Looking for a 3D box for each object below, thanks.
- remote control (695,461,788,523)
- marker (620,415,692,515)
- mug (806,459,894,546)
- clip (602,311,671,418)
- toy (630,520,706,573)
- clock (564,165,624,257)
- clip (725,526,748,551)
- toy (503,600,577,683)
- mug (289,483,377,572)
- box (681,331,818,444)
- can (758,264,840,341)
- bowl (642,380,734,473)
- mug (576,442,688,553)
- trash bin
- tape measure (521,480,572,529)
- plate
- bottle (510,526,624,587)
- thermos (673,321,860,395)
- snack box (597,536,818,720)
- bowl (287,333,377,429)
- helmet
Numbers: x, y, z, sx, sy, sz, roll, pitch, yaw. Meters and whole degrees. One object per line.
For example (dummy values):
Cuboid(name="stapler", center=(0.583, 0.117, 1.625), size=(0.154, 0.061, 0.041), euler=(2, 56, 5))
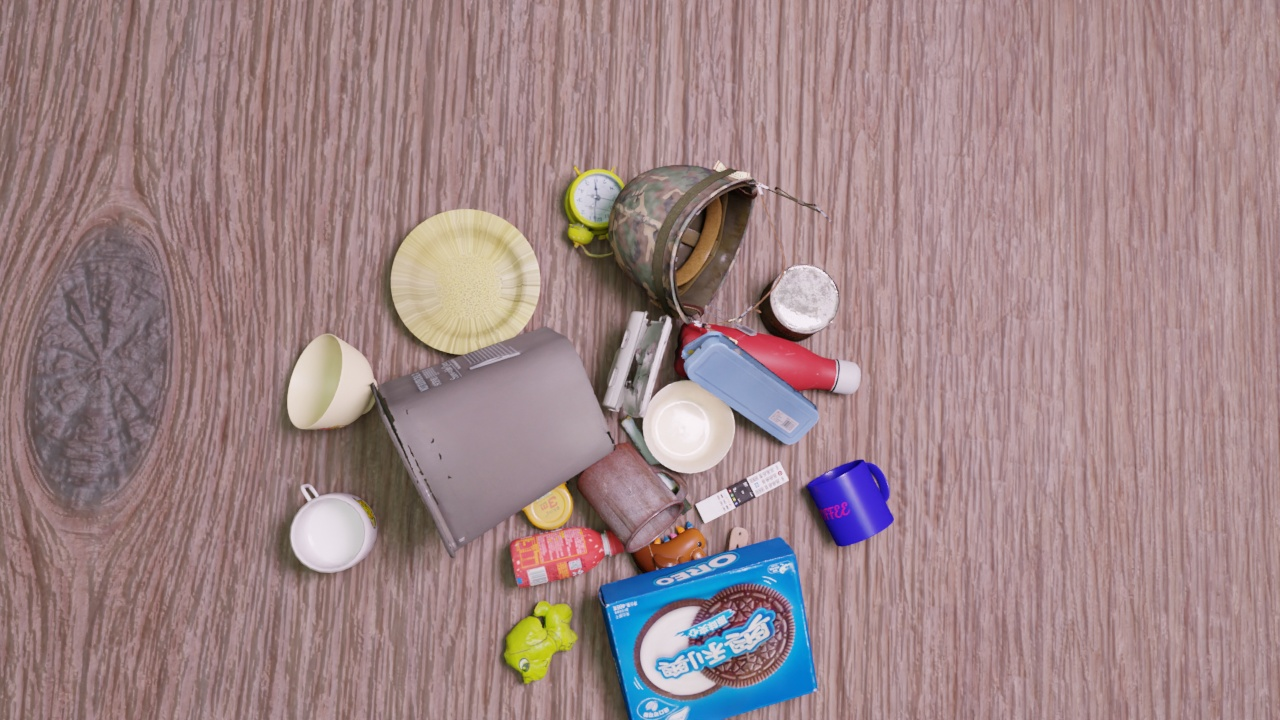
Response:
Cuboid(name="remote control", center=(0.131, 0.171, 1.187), size=(0.124, 0.012, 0.028), euler=(-26, 87, -7))
Cuboid(name="marker", center=(0.020, 0.134, 1.178), size=(0.017, 0.017, 0.146), euler=(-34, 88, -8))
Cuboid(name="mug", center=(0.278, 0.175, 1.174), size=(0.111, 0.079, 0.083), euler=(-24, 86, -36))
Cuboid(name="clip", center=(-0.012, 0.005, 1.126), size=(0.089, 0.151, 0.125), euler=(21, 83, -14))
Cuboid(name="toy", center=(0.031, 0.231, 1.162), size=(0.090, 0.071, 0.103), euler=(-32, 65, -20))
Cuboid(name="clock", center=(-0.055, -0.192, 1.186), size=(0.083, 0.057, 0.119), euler=(-4, 92, -8))
Cuboid(name="clip", center=(0.120, 0.242, 1.170), size=(0.026, 0.049, 0.061), euler=(21, 110, -3))
Cuboid(name="toy", center=(-0.124, 0.347, 1.135), size=(0.093, 0.036, 0.094), euler=(-9, 79, -9))
Cuboid(name="mug", center=(-0.375, 0.198, 1.110), size=(0.094, 0.068, 0.115), euler=(-33, 88, -8))
Cuboid(name="box", center=(0.138, 0.029, 1.140), size=(0.209, 0.052, 0.067), euler=(34, 110, -32))
Cuboid(name="can", center=(0.204, -0.073, 1.188), size=(0.090, 0.075, 0.090), euler=(1, 83, -4))
Cuboid(name="bowl", center=(0.057, 0.085, 1.164), size=(0.115, 0.062, 0.115), euler=(1, 84, -6))
Cuboid(name="mug", center=(-0.002, 0.160, 1.130), size=(0.122, 0.096, 0.110), euler=(-25, 66, -36))
Cuboid(name="trash bin", center=(-0.169, 0.078, 1.073), size=(0.220, 0.197, 0.197), euler=(-26, 107, -13))
Cuboid(name="tape measure", center=(-0.114, 0.182, 1.154), size=(0.068, 0.030, 0.059), euler=(-31, 88, -5))
Cuboid(name="plate", center=(-0.221, -0.098, 1.170), size=(0.184, 0.036, 0.184), euler=(1, 84, -6))
Cuboid(name="bottle", center=(-0.089, 0.238, 1.136), size=(0.137, 0.062, 0.062), euler=(-10, 85, -8))
Cuboid(name="thermos", center=(0.165, 0.004, 1.177), size=(0.240, 0.073, 0.073), euler=(10, 83, -5))
Cuboid(name="snack box", center=(0.084, 0.339, 1.113), size=(0.238, 0.056, 0.196), euler=(-14, 106, -8))
Cuboid(name="bowl", center=(-0.365, 0.034, 1.120), size=(0.074, 0.118, 0.118), euler=(23, 80, -45))
Cuboid(name="helmet", center=(0.083, -0.140, 1.116), size=(0.236, 0.224, 0.193), euler=(30, 101, 32))
